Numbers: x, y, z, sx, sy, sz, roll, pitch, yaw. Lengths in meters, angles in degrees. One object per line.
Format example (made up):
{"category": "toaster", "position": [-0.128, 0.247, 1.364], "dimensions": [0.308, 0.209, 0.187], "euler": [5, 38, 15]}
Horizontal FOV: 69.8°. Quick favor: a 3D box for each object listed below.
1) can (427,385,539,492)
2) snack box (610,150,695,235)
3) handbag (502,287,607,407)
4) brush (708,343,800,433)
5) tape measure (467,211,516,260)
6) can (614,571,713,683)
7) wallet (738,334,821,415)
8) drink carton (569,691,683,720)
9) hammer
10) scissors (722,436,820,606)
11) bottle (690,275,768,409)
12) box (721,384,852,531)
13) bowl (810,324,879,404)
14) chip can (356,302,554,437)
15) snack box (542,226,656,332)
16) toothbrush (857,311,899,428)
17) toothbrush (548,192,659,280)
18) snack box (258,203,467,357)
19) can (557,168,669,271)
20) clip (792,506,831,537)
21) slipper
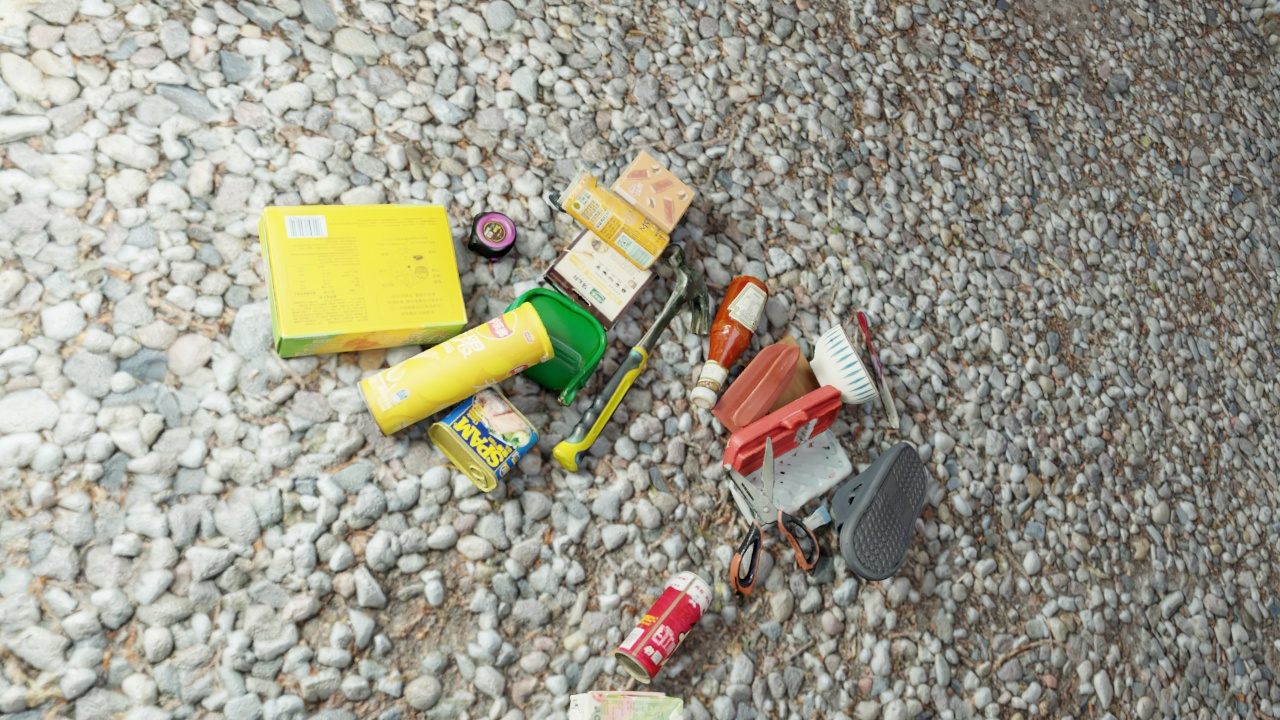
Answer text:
{"category": "can", "position": [-0.182, 0.087, 1.072], "dimensions": [0.102, 0.057, 0.083], "euler": [46, 57, -5]}
{"category": "snack box", "position": [0.003, -0.210, 1.242], "dimensions": [0.094, 0.093, 0.076], "euler": [37, 60, -10]}
{"category": "handbag", "position": [-0.115, -0.016, 1.133], "dimensions": [0.131, 0.068, 0.120], "euler": [30, 63, -14]}
{"category": "brush", "position": [0.162, 0.035, 1.233], "dimensions": [0.063, 0.069, 0.145], "euler": [44, 74, -8]}
{"category": "tape measure", "position": [-0.188, -0.158, 1.164], "dimensions": [0.058, 0.039, 0.057], "euler": [12, 68, -17]}
{"category": "can", "position": [0.030, 0.316, 1.096], "dimensions": [0.053, 0.053, 0.132], "euler": [48, 59, -4]}
{"category": "wallet", "position": [0.205, 0.034, 1.301], "dimensions": [0.101, 0.020, 0.115], "euler": [-31, 90, -28]}
{"category": "drink carton", "position": [-0.016, 0.401, 1.045], "dimensions": [0.122, 0.054, 0.045], "euler": [10, 68, -23]}
{"category": "hammer", "position": [-0.007, 0.007, 1.179], "dimensions": [0.322, 0.032, 0.126], "euler": [-55, 129, -23]}
{"category": "scissors", "position": [0.167, 0.211, 1.185], "dimensions": [0.188, 0.015, 0.225], "euler": [12, 90, -32]}
{"category": "bottle", "position": [0.119, -0.025, 1.251], "dimensions": [0.060, 0.060, 0.205], "euler": [33, 60, -13]}
{"category": "box", "position": [0.200, 0.127, 1.242], "dimensions": [0.200, 0.074, 0.154], "euler": [-24, 112, -32]}
{"category": "bowl", "position": [0.284, 0.014, 1.306], "dimensions": [0.066, 0.116, 0.116], "euler": [-29, 85, 13]}
{"category": "chip can", "position": [-0.207, 0.009, 1.041], "dimensions": [0.213, 0.072, 0.072], "euler": [-26, 85, -11]}
{"category": "snack box", "position": [-0.058, -0.106, 1.200], "dimensions": [0.113, 0.053, 0.125], "euler": [42, 59, -7]}
{"category": "toothbrush", "position": [0.361, 0.013, 1.386], "dimensions": [0.017, 0.016, 0.187], "euler": [-5, 74, -37]}
{"category": "toothbrush", "position": [-0.047, -0.168, 1.249], "dimensions": [0.189, 0.018, 0.014], "euler": [36, 59, -12]}
{"category": "snack box", "position": [-0.320, -0.095, 1.059], "dimensions": [0.209, 0.070, 0.157], "euler": [-6, 75, -28]}
{"category": "can", "position": [-0.034, -0.180, 1.183], "dimensions": [0.146, 0.058, 0.058], "euler": [38, 60, -10]}
{"category": "clip", "position": [0.230, 0.221, 1.247], "dimensions": [0.058, 0.043, 0.027], "euler": [-25, 87, -23]}
{"category": "slipper", "position": [0.322, 0.211, 1.270], "dimensions": [0.110, 0.084, 0.267], "euler": [59, 41, -9]}
